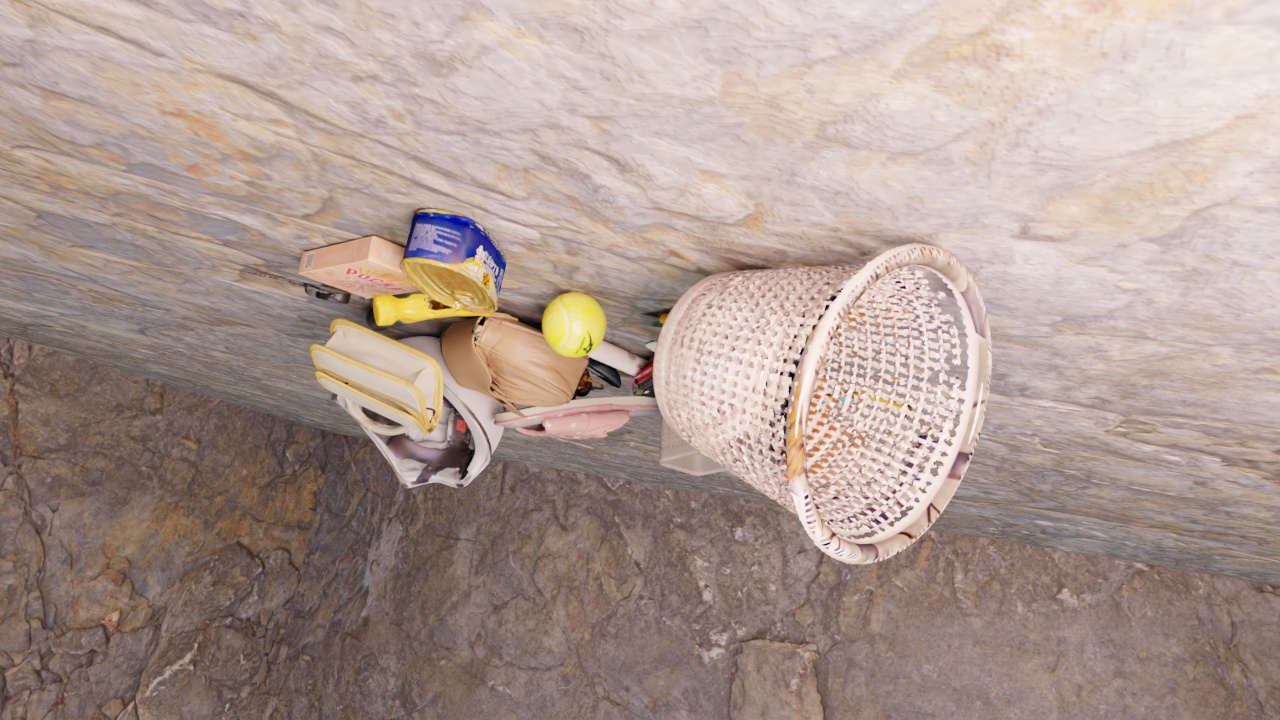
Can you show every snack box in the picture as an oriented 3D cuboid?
[{"bbox_3d":[-0.278,-0.093,0.942,0.084,0.026,0.158,21,165,-42],"label":"snack box"}]

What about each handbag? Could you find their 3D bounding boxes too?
[{"bbox_3d":[-0.336,0.047,1.176,0.163,0.063,0.179,23,139,11],"label":"handbag"},{"bbox_3d":[-0.155,0.005,1.085,0.147,0.099,0.205,27,167,-22],"label":"handbag"}]

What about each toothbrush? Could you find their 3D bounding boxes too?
[{"bbox_3d":[-0.007,0.007,1.158,0.026,0.026,0.220,-26,148,30],"label":"toothbrush"}]

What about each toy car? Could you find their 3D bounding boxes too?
[{"bbox_3d":[0.029,0.018,1.114,0.053,0.045,0.121,11,159,-19],"label":"toy car"}]

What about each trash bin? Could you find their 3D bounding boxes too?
[{"bbox_3d":[0.123,0.016,0.703,0.227,0.227,0.192,21,177,-41],"label":"trash bin"}]

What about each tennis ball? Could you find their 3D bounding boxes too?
[{"bbox_3d":[-0.066,-0.036,0.921,0.065,0.065,0.065,11,168,2],"label":"tennis ball"}]

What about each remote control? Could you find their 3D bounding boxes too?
[{"bbox_3d":[-0.055,0.006,1.186,0.053,0.024,0.136,33,176,21],"label":"remote control"}]

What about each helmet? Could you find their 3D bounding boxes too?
[{"bbox_3d":[-0.286,0.056,1.296,0.259,0.145,0.229,-22,113,40],"label":"helmet"}]

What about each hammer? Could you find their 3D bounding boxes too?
[{"bbox_3d":[-0.261,-0.054,1.030,0.128,0.033,0.301,-7,-177,-28],"label":"hammer"}]

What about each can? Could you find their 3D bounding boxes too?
[{"bbox_3d":[-0.164,-0.085,0.818,0.074,0.049,0.148,10,168,7],"label":"can"}]

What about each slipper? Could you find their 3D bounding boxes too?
[{"bbox_3d":[-0.069,0.079,1.232,0.273,0.054,0.114,-4,176,-36],"label":"slipper"}]

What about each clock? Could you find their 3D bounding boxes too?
[{"bbox_3d":[-0.109,0.023,1.260,0.122,0.055,0.082,9,168,4],"label":"clock"}]

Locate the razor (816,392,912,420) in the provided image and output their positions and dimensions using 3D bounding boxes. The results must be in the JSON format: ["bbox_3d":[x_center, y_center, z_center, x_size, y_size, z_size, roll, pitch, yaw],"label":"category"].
[{"bbox_3d":[0.265,0.053,1.124,0.133,0.028,0.043,4,-163,21],"label":"razor"}]

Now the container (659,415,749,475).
[{"bbox_3d":[0.080,0.078,1.168,0.090,0.114,0.090,-16,154,35],"label":"container"}]

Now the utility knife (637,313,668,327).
[{"bbox_3d":[0.060,-0.044,0.888,0.033,0.015,0.193,23,164,-34],"label":"utility knife"}]

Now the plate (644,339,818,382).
[{"bbox_3d":[0.101,-0.009,0.969,0.164,0.034,0.163,5,167,26],"label":"plate"}]

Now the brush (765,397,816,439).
[{"bbox_3d":[0.143,0.048,1.082,0.069,0.063,0.146,6,-170,-29],"label":"brush"}]

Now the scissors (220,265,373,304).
[{"bbox_3d":[-0.387,-0.088,1.050,0.159,0.014,0.179,8,-171,-44],"label":"scissors"}]
